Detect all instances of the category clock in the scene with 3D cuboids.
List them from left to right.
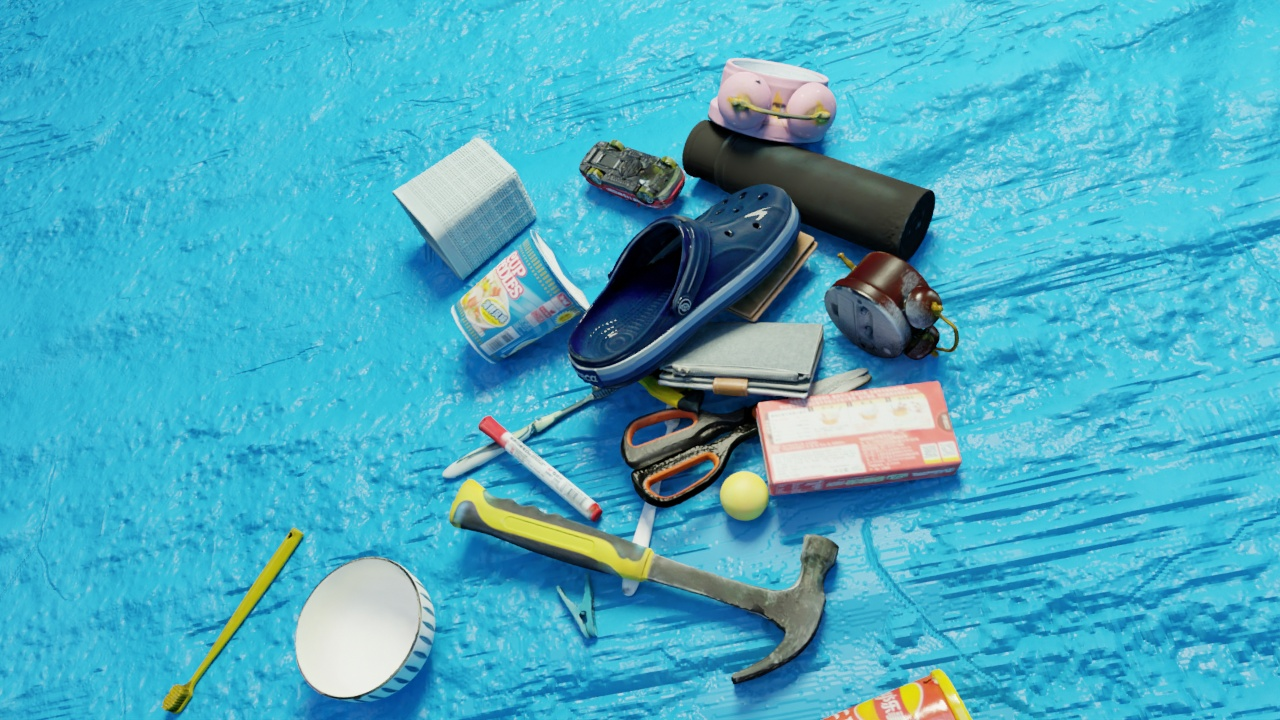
[{"bbox_3d":[0.128,-0.248,0.883,0.117,0.060,0.158,10,27,-2],"label":"clock"},{"bbox_3d":[0.214,-0.042,0.778,0.122,0.082,0.055,34,70,32],"label":"clock"}]

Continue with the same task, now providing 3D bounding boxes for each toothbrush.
[{"bbox_3d":[-0.377,0.239,0.851,0.016,0.016,0.189,24,72,26],"label":"toothbrush"},{"bbox_3d":[-0.102,0.062,0.859,0.191,0.018,0.016,-28,58,1],"label":"toothbrush"},{"bbox_3d":[0.010,0.115,0.795,0.016,0.016,0.179,6,65,20],"label":"toothbrush"}]

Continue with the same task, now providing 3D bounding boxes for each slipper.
[{"bbox_3d":[0.029,-0.082,0.805,0.252,0.095,0.105,-43,43,-16],"label":"slipper"}]

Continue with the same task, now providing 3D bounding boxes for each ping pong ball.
[{"bbox_3d":[0.086,0.112,0.758,0.040,0.040,0.040,-8,60,14],"label":"ping pong ball"}]

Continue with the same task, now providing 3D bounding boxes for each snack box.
[{"bbox_3d":[0.176,0.063,0.748,0.153,0.025,0.075,-7,59,1],"label":"snack box"}]

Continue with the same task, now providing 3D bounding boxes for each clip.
[{"bbox_3d":[-0.049,0.206,0.766,0.034,0.013,0.055,-29,58,2],"label":"clip"}]

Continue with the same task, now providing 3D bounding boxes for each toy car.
[{"bbox_3d":[-0.007,-0.190,0.951,0.120,0.045,0.053,26,75,33],"label":"toy car"}]

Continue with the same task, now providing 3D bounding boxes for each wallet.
[{"bbox_3d":[0.095,-0.094,0.869,0.115,0.020,0.101,29,74,42],"label":"wallet"},{"bbox_3d":[0.089,0.000,0.804,0.130,0.037,0.106,3,31,19],"label":"wallet"}]

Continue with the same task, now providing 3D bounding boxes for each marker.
[{"bbox_3d":[-0.091,0.097,0.827,0.145,0.017,0.017,36,77,22],"label":"marker"}]

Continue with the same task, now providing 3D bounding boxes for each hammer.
[{"bbox_3d":[-0.012,0.165,0.751,0.324,0.032,0.126,13,68,18],"label":"hammer"}]

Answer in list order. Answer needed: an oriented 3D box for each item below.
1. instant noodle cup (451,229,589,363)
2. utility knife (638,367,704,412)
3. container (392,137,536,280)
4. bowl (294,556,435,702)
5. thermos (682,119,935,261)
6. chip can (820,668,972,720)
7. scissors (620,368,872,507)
[{"bbox_3d":[-0.119,-0.054,0.890,0.110,0.099,0.099,-35,57,5],"label":"instant noodle cup"},{"bbox_3d":[-0.005,0.005,0.844,0.033,0.015,0.177,-33,42,-28],"label":"utility knife"},{"bbox_3d":[-0.181,-0.163,0.968,0.111,0.090,0.090,-39,58,-9],"label":"container"},{"bbox_3d":[-0.224,0.232,0.777,0.116,0.066,0.116,-8,59,14],"label":"bowl"},{"bbox_3d":[0.160,-0.175,0.879,0.243,0.069,0.089,29,52,29],"label":"thermos"},{"bbox_3d":[0.125,0.286,0.633,0.217,0.073,0.073,-24,58,5],"label":"chip can"},{"bbox_3d":[0.099,0.066,0.782,0.235,0.022,0.139,-5,54,8],"label":"scissors"}]
